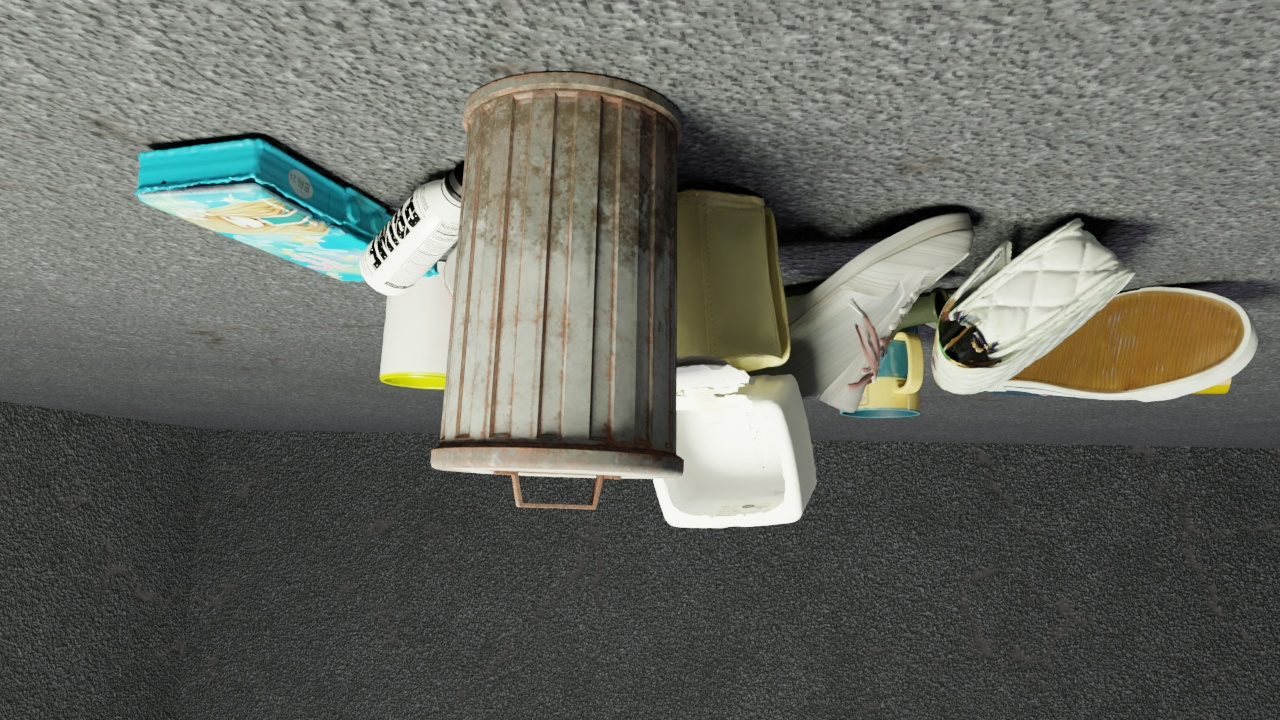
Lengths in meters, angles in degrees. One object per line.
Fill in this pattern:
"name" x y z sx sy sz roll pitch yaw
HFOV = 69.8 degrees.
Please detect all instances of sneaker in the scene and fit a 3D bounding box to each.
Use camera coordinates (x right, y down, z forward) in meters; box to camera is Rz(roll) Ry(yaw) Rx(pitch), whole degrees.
"sneaker" 0.153 -0.013 0.675 0.237 0.089 0.099 -35 169 25
"sneaker" 0.452 -0.004 0.895 0.127 0.120 0.295 22 165 -29

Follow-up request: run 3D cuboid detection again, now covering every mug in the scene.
"mug" 0.259 0.003 0.959 0.083 0.107 0.114 6 171 -15
"mug" -0.192 -0.031 0.839 0.082 0.106 0.082 2 171 0

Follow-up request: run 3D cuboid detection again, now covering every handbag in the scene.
"handbag" 0.041 -0.050 0.639 0.081 0.119 0.111 0 171 -31
"handbag" 0.287 -0.035 0.711 0.139 0.072 0.195 -37 163 7

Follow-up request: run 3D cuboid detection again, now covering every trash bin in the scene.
"trash bin" -0.040 -0.027 0.492 0.131 0.211 0.131 2 171 0

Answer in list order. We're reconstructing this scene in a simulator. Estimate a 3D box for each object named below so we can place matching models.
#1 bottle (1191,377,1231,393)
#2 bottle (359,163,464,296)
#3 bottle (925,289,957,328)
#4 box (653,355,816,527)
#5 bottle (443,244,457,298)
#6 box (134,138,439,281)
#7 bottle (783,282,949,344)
"bottle" 0.552 0.004 1.017 0.164 0.071 0.071 -1 171 20
"bottle" -0.142 -0.088 0.606 0.041 0.041 0.116 10 146 -42
"bottle" 0.295 -0.048 0.850 0.110 0.036 0.036 -7 168 44
"box" 0.049 0.039 0.622 0.112 0.101 0.189 -9 126 23
"bottle" -0.121 -0.056 0.804 0.062 0.062 0.176 1 171 3
"box" -0.234 -0.096 0.650 0.094 0.039 0.226 -1 171 16
"bottle" 0.178 -0.037 0.836 0.207 0.071 0.071 -7 168 43
